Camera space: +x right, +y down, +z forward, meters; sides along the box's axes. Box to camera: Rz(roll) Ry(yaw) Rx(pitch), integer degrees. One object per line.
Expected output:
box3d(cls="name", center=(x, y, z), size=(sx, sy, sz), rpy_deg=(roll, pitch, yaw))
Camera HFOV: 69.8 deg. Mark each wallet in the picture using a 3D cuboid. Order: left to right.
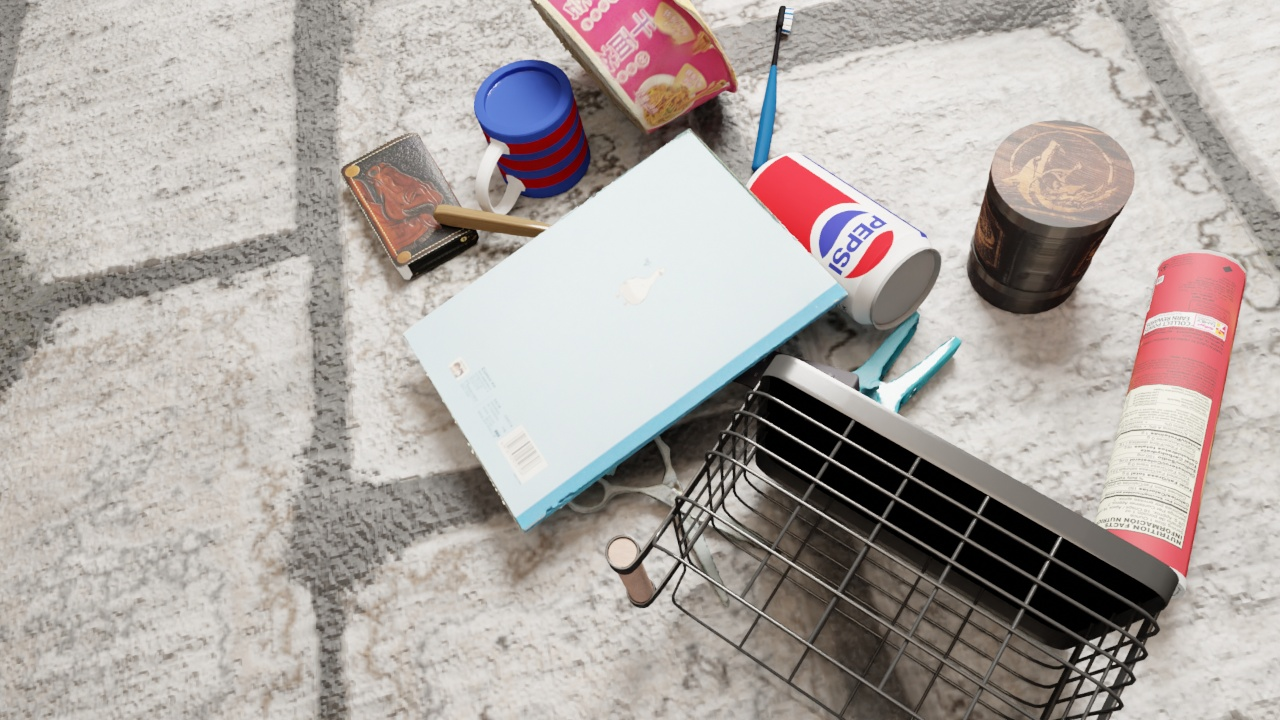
box3d(cls="wallet", center=(-0.185, -0.126, 0.736), size=(0.072, 0.019, 0.123), rpy_deg=(-31, 63, -7))

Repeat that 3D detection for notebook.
box3d(cls="notebook", center=(-0.019, -0.029, 0.611), size=(0.253, 0.009, 0.181), rpy_deg=(-36, 62, -2))

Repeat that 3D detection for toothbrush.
box3d(cls="toothbrush", center=(-0.075, -0.099, 0.695), size=(0.167, 0.016, 0.016), rpy_deg=(10, 58, 4))
box3d(cls="toothbrush", center=(0.107, -0.220, 0.737), size=(0.014, 0.014, 0.167), rpy_deg=(10, 67, 2))

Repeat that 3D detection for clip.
box3d(cls="clip", center=(0.139, 0.015, 0.610), size=(0.121, 0.031, 0.129), rpy_deg=(17, 68, 22))

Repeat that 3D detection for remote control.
box3d(cls="remote control", center=(0.078, 0.007, 0.612), size=(0.136, 0.015, 0.032), rpy_deg=(17, 62, 34))

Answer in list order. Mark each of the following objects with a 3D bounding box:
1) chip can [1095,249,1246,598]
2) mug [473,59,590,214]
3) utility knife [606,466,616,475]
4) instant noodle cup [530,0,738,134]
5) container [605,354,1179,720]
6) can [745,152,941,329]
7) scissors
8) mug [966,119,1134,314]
box3d(cls="chip can", center=(0.320, 0.033, 0.555), size=(0.052, 0.052, 0.214), rpy_deg=(18, 68, 17))
box3d(cls="mug", center=(-0.092, -0.165, 0.708), size=(0.075, 0.076, 0.111), rpy_deg=(26, 70, 20))
box3d(cls="utility knife", center=(-0.004, 0.004, 0.646), size=(0.030, 0.017, 0.164), rpy_deg=(5, 67, 22))
box3d(cls="instant noodle cup", center=(-0.013, -0.247, 0.694), size=(0.078, 0.178, 0.178), rpy_deg=(-41, 63, 6))
box3d(cls="container", center=(0.120, 0.126, 0.472), size=(0.241, 0.163, 0.130), rpy_deg=(31, 72, 18))
box3d(cls="can", center=(0.132, -0.083, 0.623), size=(0.070, 0.070, 0.132), rpy_deg=(-38, 54, -10))
box3d(cls="scissors", center=(0.024, 0.076, 0.599), size=(0.141, 0.014, 0.161), rpy_deg=(5, 68, 6))
box3d(cls="mug", center=(0.264, -0.104, 0.600), size=(0.080, 0.107, 0.115), rpy_deg=(13, 66, 15))
